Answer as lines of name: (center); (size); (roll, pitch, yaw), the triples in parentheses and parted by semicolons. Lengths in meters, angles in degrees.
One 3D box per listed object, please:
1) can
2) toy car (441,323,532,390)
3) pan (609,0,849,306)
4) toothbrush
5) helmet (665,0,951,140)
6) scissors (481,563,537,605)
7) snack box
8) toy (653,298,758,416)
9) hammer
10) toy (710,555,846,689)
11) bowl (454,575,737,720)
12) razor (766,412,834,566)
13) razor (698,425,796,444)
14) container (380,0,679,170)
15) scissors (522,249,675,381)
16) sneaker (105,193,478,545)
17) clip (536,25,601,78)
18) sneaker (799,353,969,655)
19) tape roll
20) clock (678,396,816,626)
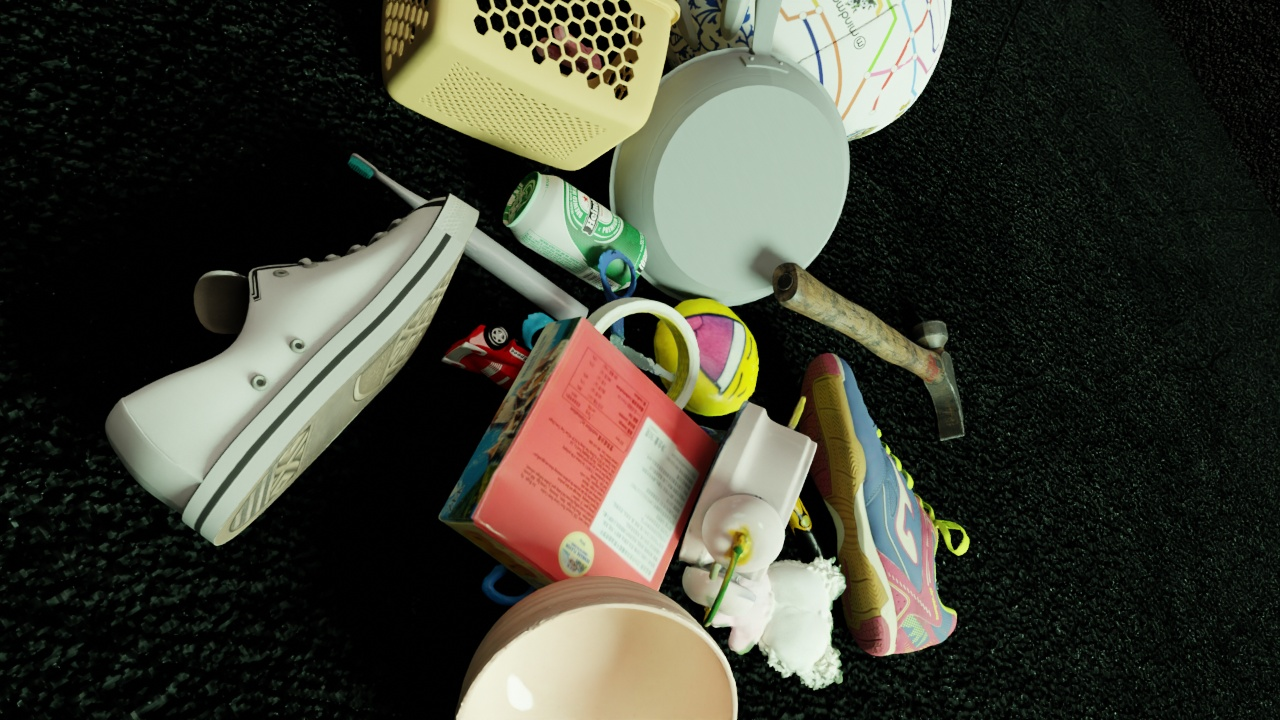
can: (-0.044, -0.090, 0.657); (0.101, 0.053, 0.053); (30, 53, -28)
toy car: (-0.079, 0.007, 0.590); (0.089, 0.038, 0.025); (32, 55, -26)
pan: (0.087, -0.207, 0.679); (0.200, 0.051, 0.357); (2, 111, -20)
toothbrush: (-0.113, -0.079, 0.617); (0.188, 0.018, 0.019); (36, 48, -23)
helmet: (0.121, -0.330, 0.793); (0.235, 0.231, 0.314); (-38, 99, -15)
scissors: (-0.062, 0.100, 0.580); (0.125, 0.014, 0.130); (-37, 101, -45)
snack box: (-0.030, 0.073, 0.564); (0.142, 0.040, 0.144); (44, 58, -30)
toy: (0.051, -0.002, 0.706); (0.094, 0.041, 0.095); (33, 58, -19)
hammer: (0.209, -0.013, 0.805); (0.329, 0.033, 0.120); (20, 57, -49)
toy: (0.096, 0.179, 0.659); (0.109, 0.041, 0.095); (20, 57, -17)
bowl: (-0.029, 0.177, 0.501); (0.153, 0.153, 0.076); (35, 9, -23)
razor: (0.115, 0.111, 0.709); (0.044, 0.021, 0.144); (-37, 106, -27)
razor: (0.078, 0.064, 0.713); (0.140, 0.018, 0.043); (11, 63, -37)
container: (-0.080, -0.245, 0.647); (0.183, 0.129, 0.166); (15, 70, -33)
scissors: (-0.015, -0.019, 0.645); (0.129, 0.014, 0.119); (28, 87, -21)
sneaker: (-0.181, -0.021, 0.492); (0.097, 0.091, 0.244); (35, 50, -4)
clip: (-0.061, -0.248, 0.747); (0.060, 0.045, 0.023); (42, 41, -64)
sneaker: (0.192, 0.109, 0.742); (0.091, 0.116, 0.241); (-7, 77, -13)
tape roll: (-0.004, 0.004, 0.637); (0.094, 0.019, 0.094); (-5, 102, -26)
clock: (0.067, 0.102, 0.605); (0.059, 0.117, 0.157); (22, 44, 10)
